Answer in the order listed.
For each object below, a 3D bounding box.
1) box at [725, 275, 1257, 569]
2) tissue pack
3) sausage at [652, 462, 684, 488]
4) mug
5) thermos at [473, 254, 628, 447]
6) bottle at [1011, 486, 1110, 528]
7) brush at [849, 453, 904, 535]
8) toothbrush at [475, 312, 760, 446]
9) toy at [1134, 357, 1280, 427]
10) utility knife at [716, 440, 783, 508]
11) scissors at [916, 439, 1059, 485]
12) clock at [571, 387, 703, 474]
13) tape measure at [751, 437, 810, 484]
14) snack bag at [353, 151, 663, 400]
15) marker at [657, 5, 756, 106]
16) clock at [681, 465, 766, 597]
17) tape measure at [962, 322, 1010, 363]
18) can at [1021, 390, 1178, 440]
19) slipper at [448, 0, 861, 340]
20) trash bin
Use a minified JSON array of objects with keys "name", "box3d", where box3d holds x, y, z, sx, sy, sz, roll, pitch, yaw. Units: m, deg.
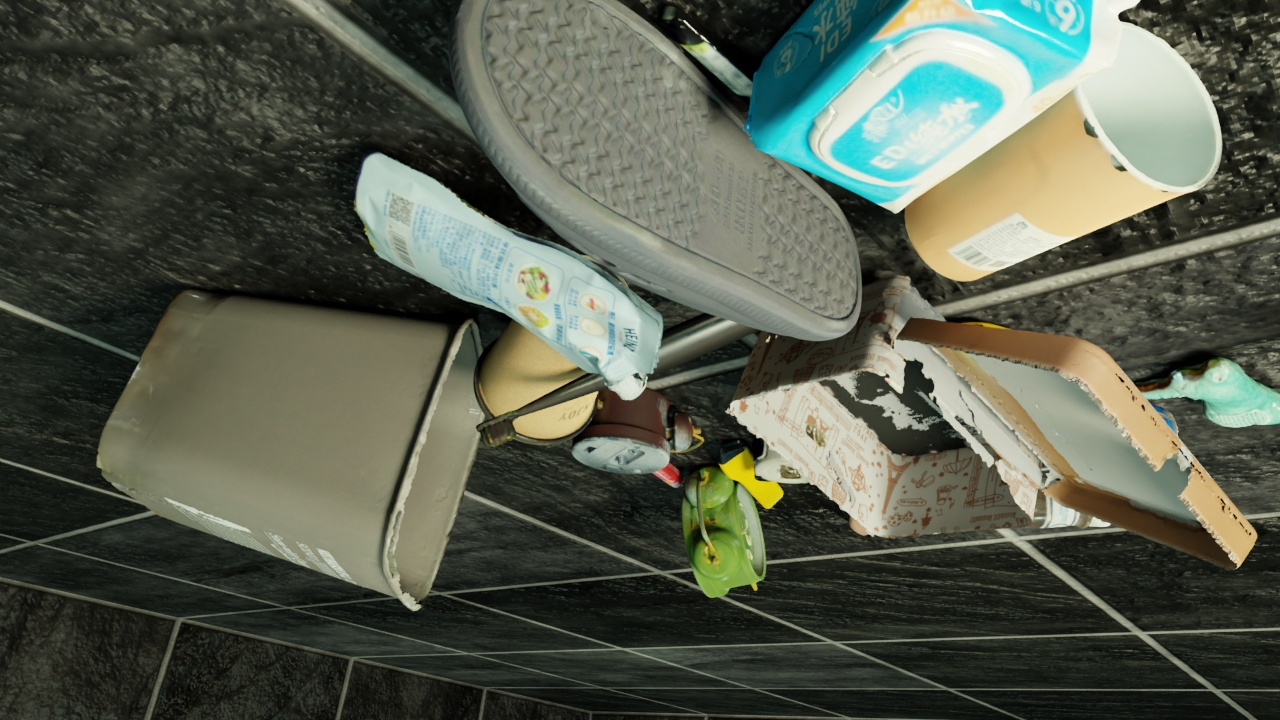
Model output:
[{"name":"box","box3d":[0.198,0.038,0.552,0.178,0.106,0.273,40,160,-23]},{"name":"tissue pack","box3d":[0.113,-0.121,0.374,0.090,0.063,0.140,18,152,-22]},{"name":"sausage","box3d":[0.004,0.091,0.874,0.020,0.020,0.156,-9,150,28]},{"name":"mug","box3d":[0.184,-0.085,0.423,0.078,0.078,0.123,16,156,-18]},{"name":"thermos","box3d":[-0.058,-0.005,0.627,0.093,0.092,0.144,15,145,-16]},{"name":"bottle","box3d":[0.332,0.135,0.848,0.195,0.044,0.080,0,164,2]},{"name":"brush","box3d":[0.194,0.106,0.802,0.063,0.073,0.146,0,154,12]},{"name":"toothbrush","box3d":[-0.003,0.003,0.578,0.212,0.027,0.026,-24,157,-6]},{"name":"toy","box3d":[0.399,0.022,0.636,0.092,0.030,0.097,29,154,-29]},{"name":"utility knife","box3d":[0.106,0.112,0.889,0.033,0.015,0.154,-33,144,7]},{"name":"scissors","box3d":[0.272,0.086,0.711,0.175,0.012,0.162,-11,-166,-13]},{"name":"clock","box3d":[-0.004,0.062,0.778,0.122,0.055,0.082,17,151,-22]},{"name":"tape measure","box3d":[0.133,0.086,0.819,0.066,0.033,0.066,0,153,9]},{"name":"snack bag","box3d":[-0.071,-0.044,0.516,0.191,0.038,0.110,28,146,15]},{"name":"marker","box3d":[0.056,-0.128,0.432,0.124,0.015,0.018,29,163,-32]},{"name":"clock","box3d":[0.080,0.168,0.908,0.056,0.116,0.161,-15,151,16]},{"name":"tape measure","box3d":[0.222,-0.006,0.617,0.057,0.028,0.060,13,151,-14]},{"name":"can","box3d":[0.317,0.043,0.667,0.134,0.053,0.053,14,153,-15]},{"name":"slipper","box3d":[0.007,-0.075,0.447,0.084,0.110,0.268,-16,149,43]},{"name":"trash bin","box3d":[-0.248,0.061,0.694,0.220,0.198,0.199,13,154,1]}]
